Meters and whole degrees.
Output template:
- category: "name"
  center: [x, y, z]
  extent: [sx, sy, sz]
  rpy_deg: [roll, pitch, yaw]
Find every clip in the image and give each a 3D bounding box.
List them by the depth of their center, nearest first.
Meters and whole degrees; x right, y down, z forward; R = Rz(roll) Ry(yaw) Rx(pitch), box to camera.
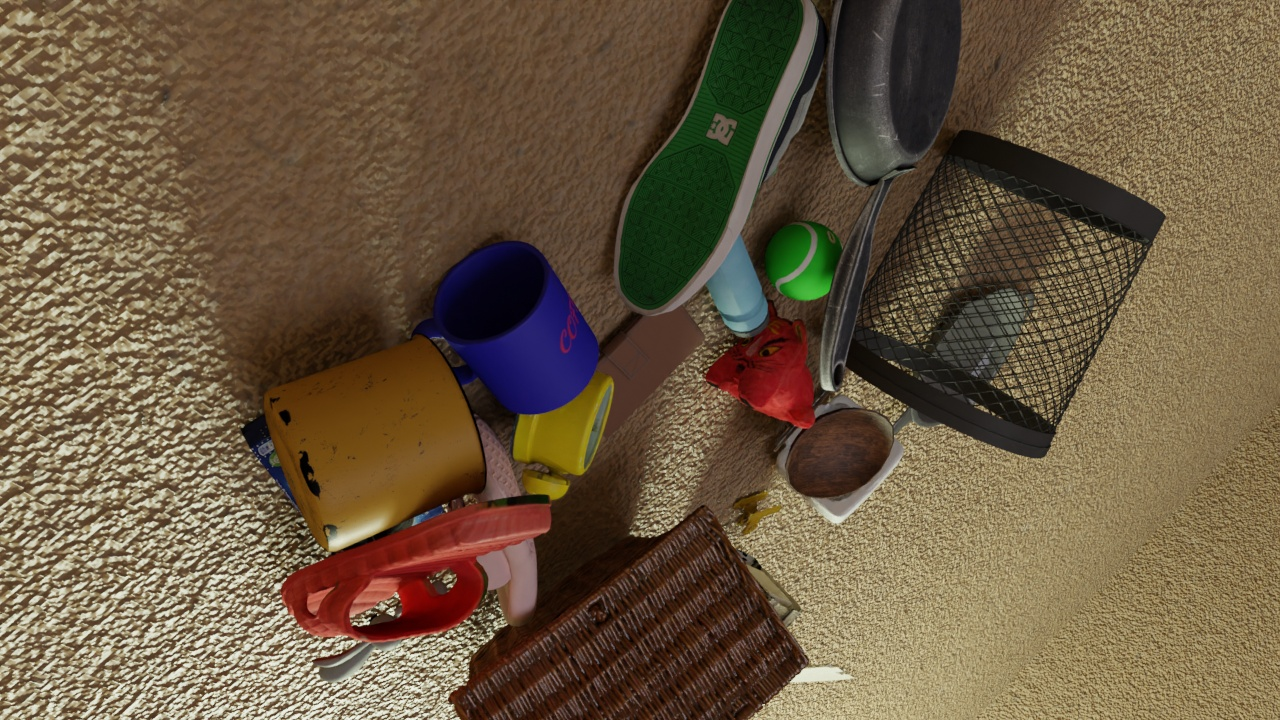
- category: "clip"
  center: [0.124, 0.169, 0.992]
  extent: [0.054, 0.045, 0.049]
  rpy_deg: [-11, 104, -40]

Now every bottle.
- category: "bottle"
  center: [0.074, -0.061, 0.734]
  extent: [0.040, 0.040, 0.130]
  rpy_deg: [-42, 142, -8]

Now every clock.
- category: "clock"
  center: [-0.060, 0.051, 0.661]
  extent: [0.083, 0.057, 0.119]
  rpy_deg: [-58, 164, -69]

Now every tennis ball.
- category: "tennis ball"
  center: [0.135, -0.082, 0.754]
  extent: [0.065, 0.065, 0.065]
  rpy_deg: [-25, 137, -27]

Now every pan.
- category: "pan"
  center: [0.179, -0.141, 0.692]
  extent: [0.186, 0.055, 0.357]
  rpy_deg: [-21, 119, -50]
- category: "pan"
  center: [0.338, 0.034, 1.084]
  extent: [0.354, 0.024, 0.217]
  rpy_deg: [-41, 142, -10]

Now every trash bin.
- category: "trash bin"
  center: [0.323, -0.065, 0.839]
  extent: [0.217, 0.218, 0.228]
  rpy_deg: [8, 112, -47]

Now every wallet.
- category: "wallet"
  center: [-0.004, 0.004, 0.737]
  extent: [0.121, 0.013, 0.087]
  rpy_deg: [-46, 145, -1]

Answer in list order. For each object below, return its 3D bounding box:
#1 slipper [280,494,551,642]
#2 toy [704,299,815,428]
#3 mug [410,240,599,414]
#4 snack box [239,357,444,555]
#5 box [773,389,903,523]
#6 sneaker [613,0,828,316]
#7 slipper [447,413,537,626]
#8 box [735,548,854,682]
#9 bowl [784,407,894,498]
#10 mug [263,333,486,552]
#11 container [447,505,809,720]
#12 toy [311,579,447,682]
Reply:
- category: "slipper"
  center: [-0.143, 0.142, 0.569]
  extent: [0.103, 0.059, 0.250]
  rpy_deg: [1, 157, -45]
- category: "toy"
  center: [0.132, 0.008, 0.824]
  extent: [0.133, 0.088, 0.094]
  rpy_deg: [27, 90, -54]
- category: "mug"
  center: [-0.093, -0.014, 0.593]
  extent: [0.111, 0.079, 0.083]
  rpy_deg: [-20, 142, 9]
- category: "snack box"
  center: [-0.190, 0.074, 0.607]
  extent: [0.082, 0.027, 0.150]
  rpy_deg: [-34, 140, -18]
- category: "box"
  center: [0.191, 0.082, 0.913]
  extent: [0.109, 0.121, 0.136]
  rpy_deg: [-44, 164, -6]
- category: "sneaker"
  center: [0.060, -0.135, 0.630]
  extent: [0.079, 0.084, 0.236]
  rpy_deg: [-3, 124, -58]
- category: "slipper"
  center: [-0.111, 0.122, 0.674]
  extent: [0.055, 0.106, 0.222]
  rpy_deg: [-15, 140, -12]
- category: "box"
  center: [0.115, 0.267, 0.938]
  extent: [0.070, 0.186, 0.143]
  rpy_deg: [-51, 135, 5]
- category: "bowl"
  center: [0.181, 0.081, 0.858]
  extent: [0.114, 0.026, 0.102]
  rpy_deg: [4, 119, -25]
- category: "mug"
  center: [-0.156, 0.052, 0.530]
  extent: [0.094, 0.100, 0.124]
  rpy_deg: [-22, 167, -27]
- category: "container"
  center: [-0.026, 0.258, 0.780]
  extent: [0.249, 0.162, 0.183]
  rpy_deg: [-34, -176, -19]
- category: "toy"
  center: [-0.199, 0.212, 0.716]
  extent: [0.111, 0.030, 0.049]
  rpy_deg: [-33, 155, -27]
